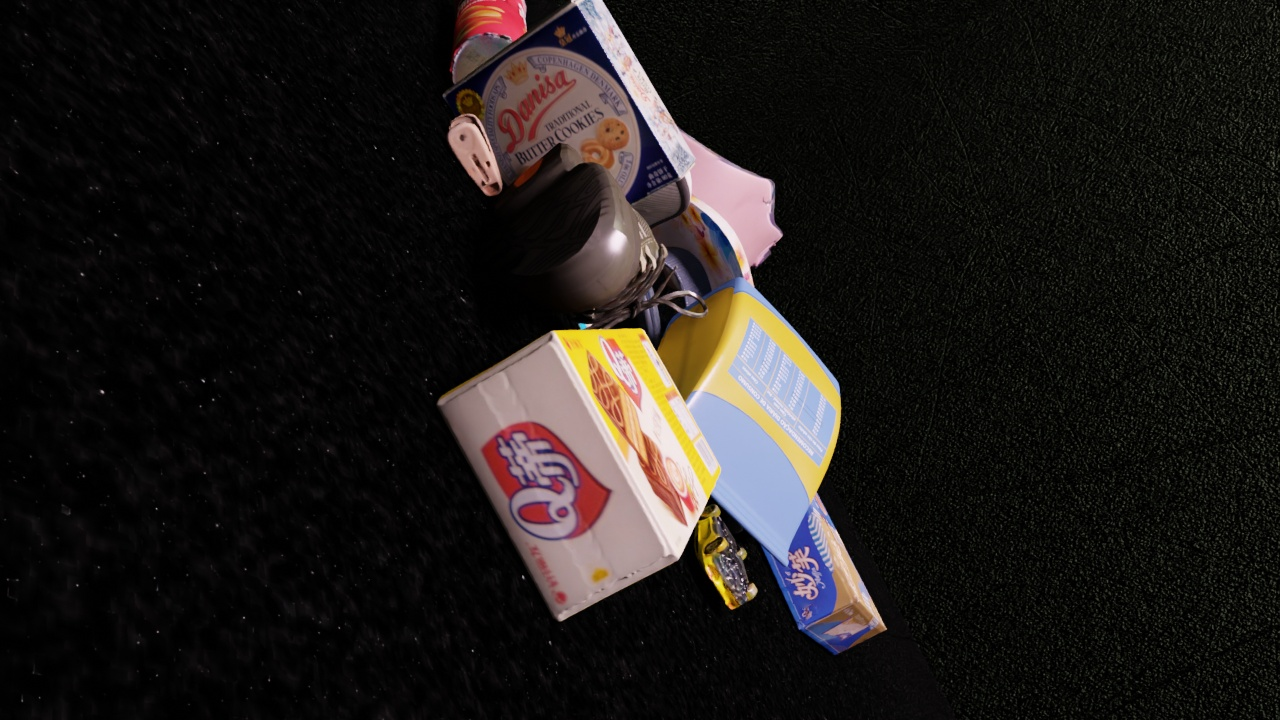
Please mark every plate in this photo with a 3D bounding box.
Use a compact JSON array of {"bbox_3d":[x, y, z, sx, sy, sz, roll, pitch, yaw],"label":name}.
[{"bbox_3d":[0.065,-0.107,0.960,0.187,0.016,0.187,45,-17,43],"label":"plate"}]

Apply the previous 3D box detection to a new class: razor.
[{"bbox_3d":[0.106,0.143,0.869,0.060,0.057,0.156,29,6,8],"label":"razor"}]

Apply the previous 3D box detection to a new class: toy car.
[{"bbox_3d":[0.059,0.142,0.675,0.049,0.030,0.106,57,8,-10],"label":"toy car"}]

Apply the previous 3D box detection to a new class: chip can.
[{"bbox_3d":[-0.137,-0.293,0.835,0.073,0.073,0.232,54,12,-32],"label":"chip can"}]

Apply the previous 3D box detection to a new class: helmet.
[{"bbox_3d":[0.050,-0.173,1.136,0.230,0.152,0.255,35,-9,2],"label":"helmet"}]

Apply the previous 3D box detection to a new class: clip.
[{"bbox_3d":[-0.117,-0.148,0.652,0.039,0.024,0.060,-105,172,-48],"label":"clip"}]

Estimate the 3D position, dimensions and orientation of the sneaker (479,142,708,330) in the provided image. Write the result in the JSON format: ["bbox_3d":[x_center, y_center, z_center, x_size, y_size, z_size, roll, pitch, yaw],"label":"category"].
[{"bbox_3d":[-0.028,-0.053,0.605,0.143,0.101,0.237,49,7,-22],"label":"sneaker"}]

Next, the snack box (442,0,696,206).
[{"bbox_3d":[-0.055,-0.176,0.693,0.145,0.145,0.042,56,38,-18],"label":"snack box"}]

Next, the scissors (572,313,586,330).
[{"bbox_3d":[-0.033,0.007,0.665,0.114,0.013,0.140,38,27,-62],"label":"scissors"}]

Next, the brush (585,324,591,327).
[{"bbox_3d":[-0.005,0.005,0.817,0.217,0.012,0.033,45,18,-53],"label":"brush"}]

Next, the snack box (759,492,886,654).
[{"bbox_3d":[0.179,0.202,1.005,0.155,0.069,0.202,46,17,-54],"label":"snack box"}]

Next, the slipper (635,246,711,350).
[{"bbox_3d":[0.030,-0.077,0.961,0.263,0.082,0.101,-86,161,-80],"label":"slipper"}]

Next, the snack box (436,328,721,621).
[{"bbox_3d":[-0.017,0.043,0.485,0.110,0.062,0.230,61,9,3],"label":"snack box"}]

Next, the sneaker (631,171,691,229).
[{"bbox_3d":[-0.008,-0.193,0.837,0.263,0.096,0.128,175,-80,-80],"label":"sneaker"}]

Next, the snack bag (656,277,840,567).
[{"bbox_3d":[0.086,0.052,0.779,0.159,0.102,0.204,45,35,-20],"label":"snack bag"}]
